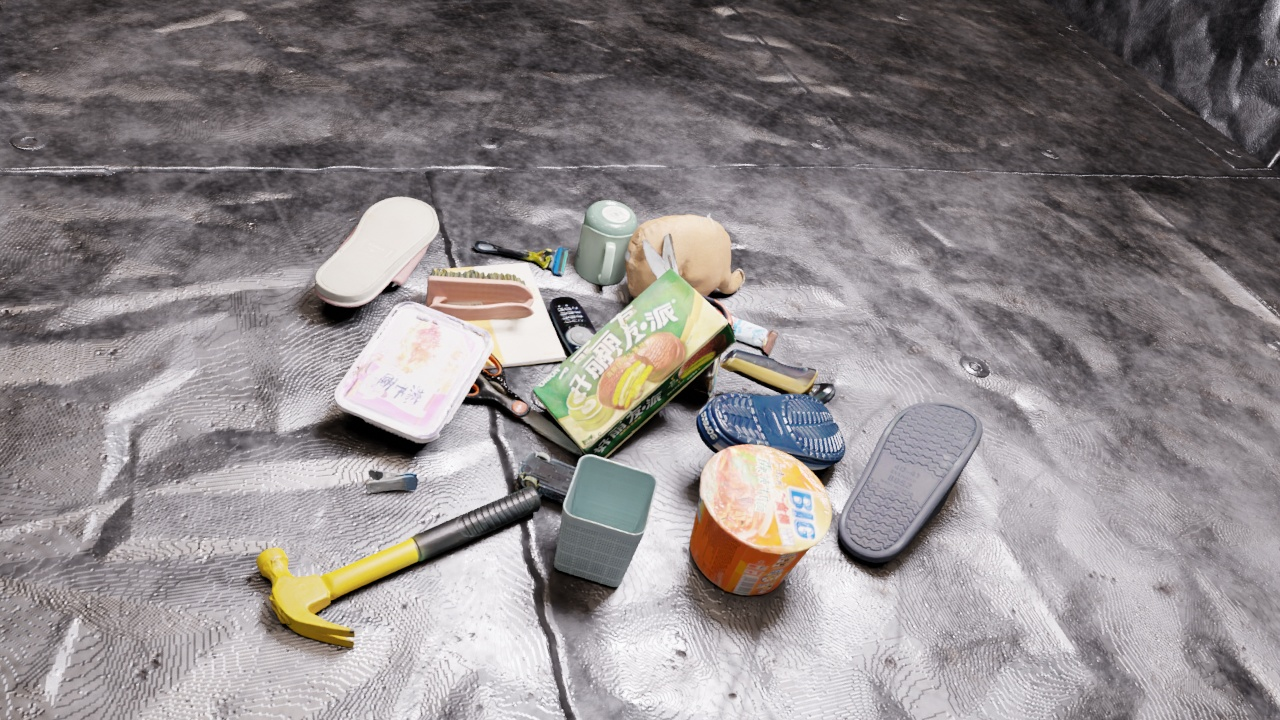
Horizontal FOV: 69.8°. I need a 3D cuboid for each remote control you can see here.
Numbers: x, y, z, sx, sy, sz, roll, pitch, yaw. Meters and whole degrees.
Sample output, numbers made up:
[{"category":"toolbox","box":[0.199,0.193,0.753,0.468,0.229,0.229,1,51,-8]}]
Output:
[{"category":"remote control","box":[-0.089,-0.039,1.289,0.053,0.024,0.136,-7,48,-26]}]

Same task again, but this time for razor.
[{"category":"razor","box":[0.186,0.027,1.260,0.167,0.062,0.067,21,80,-17]},{"category":"razor","box":[-0.182,-0.161,1.395,0.143,0.022,0.042,11,86,-1]}]

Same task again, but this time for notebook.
[{"category":"notebook","box":[-0.202,-0.066,1.292,0.145,0.010,0.206,-6,47,-21]}]

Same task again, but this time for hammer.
[{"category":"hammer","box":[-0.239,0.202,0.977,0.299,0.033,0.129,-20,54,-34]}]

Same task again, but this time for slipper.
[{"category":"slipper","box":[0.341,0.160,1.181,0.111,0.083,0.267,28,60,28]},{"category":"slipper","box":[0.162,0.102,1.162,0.252,0.095,0.105,7,52,-43]},{"category":"slipper","box":[-0.369,-0.150,1.298,0.114,0.055,0.273,17,39,1]}]

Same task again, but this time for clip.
[{"category":"clip","box":[-0.282,0.138,1.039,0.057,0.024,0.028,3,40,-9]}]

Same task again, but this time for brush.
[{"category":"brush","box":[-0.218,-0.083,1.252,0.145,0.063,0.073,2,40,-15]}]

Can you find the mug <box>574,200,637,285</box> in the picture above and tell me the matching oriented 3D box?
[{"category":"mug","box":[-0.051,-0.171,1.381,0.082,0.107,0.111,8,43,-10]}]

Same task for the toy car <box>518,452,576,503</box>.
[{"category":"toy car","box":[-0.095,0.145,1.084,0.105,0.031,0.048,22,41,5]}]

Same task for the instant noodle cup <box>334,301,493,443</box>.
[{"category":"instant noodle cup","box":[-0.271,0.023,1.119,0.138,0.060,0.173,22,57,6]}]

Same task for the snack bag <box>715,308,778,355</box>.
[{"category":"snack bag","box":[0.152,-0.045,1.371,0.104,0.026,0.048,23,54,8]}]

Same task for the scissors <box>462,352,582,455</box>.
[{"category":"scissors","box":[-0.155,0.044,1.174,0.235,0.022,0.124,19,52,4]}]

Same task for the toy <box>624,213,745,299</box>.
[{"category":"toy","box":[0.081,-0.150,1.377,0.225,0.144,0.082,3,31,-31]}]

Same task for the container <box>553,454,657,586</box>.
[{"category":"container","box":[-0.041,0.180,1.004,0.090,0.112,0.090,16,42,1]}]

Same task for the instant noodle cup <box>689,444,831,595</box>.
[{"category":"instant noodle cup","box":[0.127,0.188,1.047,0.151,0.112,0.151,9,42,-8]}]

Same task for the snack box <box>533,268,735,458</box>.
[{"category":"snack box","box":[-0.007,0.007,1.146,0.240,0.063,0.114,-41,61,-3]}]

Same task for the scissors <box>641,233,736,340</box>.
[{"category":"scissors","box":[0.056,-0.087,1.233,0.214,0.015,0.196,21,64,23]}]

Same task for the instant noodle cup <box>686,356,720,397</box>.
[{"category":"instant noodle cup","box":[0.049,-0.015,1.253,0.120,0.111,0.111,12,41,6]}]
